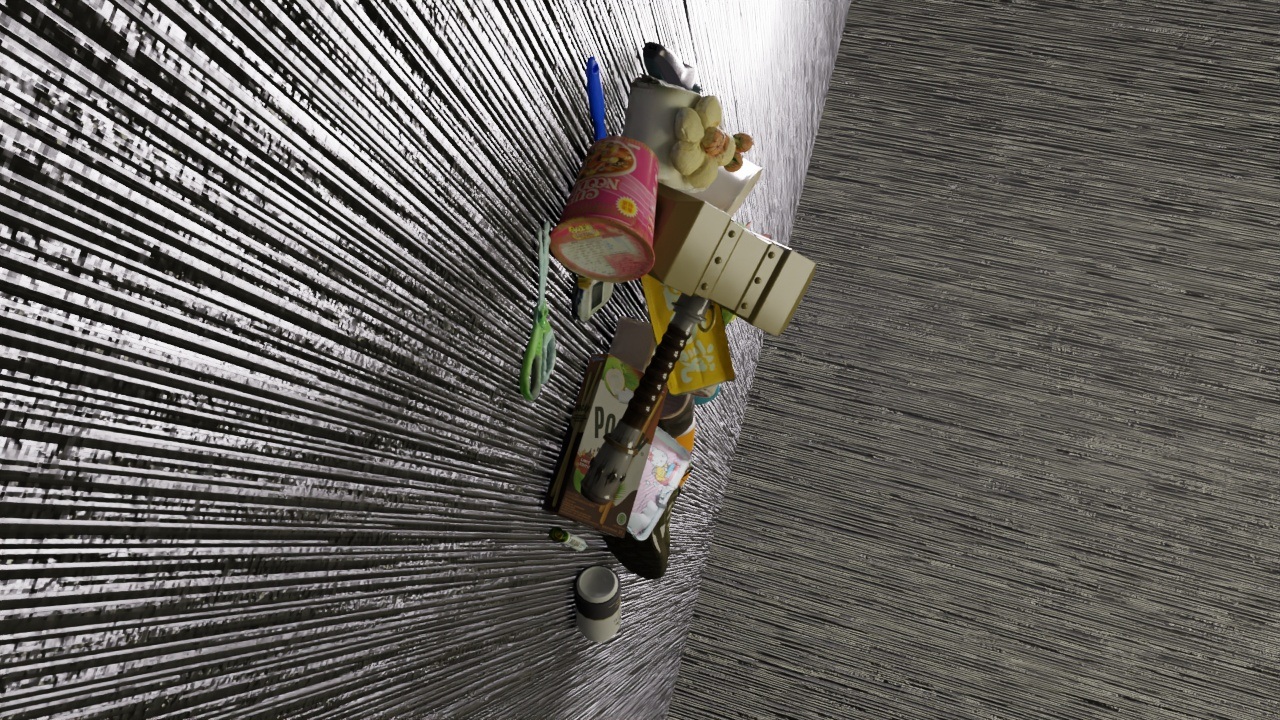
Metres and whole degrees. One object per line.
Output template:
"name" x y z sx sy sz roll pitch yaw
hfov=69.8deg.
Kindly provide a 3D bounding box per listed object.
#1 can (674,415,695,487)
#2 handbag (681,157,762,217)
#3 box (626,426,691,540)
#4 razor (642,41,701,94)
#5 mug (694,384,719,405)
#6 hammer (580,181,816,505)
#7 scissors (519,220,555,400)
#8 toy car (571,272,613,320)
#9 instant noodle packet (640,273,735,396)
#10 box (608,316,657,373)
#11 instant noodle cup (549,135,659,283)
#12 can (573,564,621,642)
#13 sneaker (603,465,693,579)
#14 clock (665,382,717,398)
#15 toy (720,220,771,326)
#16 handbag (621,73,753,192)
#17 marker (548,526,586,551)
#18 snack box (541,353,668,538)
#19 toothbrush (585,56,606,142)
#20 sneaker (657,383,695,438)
"can" 0.045 0.142 1.485 0.078 0.079 0.143 -63 162 -47
"handbag" 0.078 -0.202 1.287 0.200 0.093 0.200 -60 176 25
"box" -0.012 0.130 1.216 0.150 0.073 0.200 65 32 -19
"razor" 0.031 -0.319 1.014 0.052 0.047 0.142 -66 165 3
"mug" 0.088 0.001 1.559 0.112 0.084 0.104 -106 -171 -50
"hammer" 0.022 0.003 0.949 0.325 0.190 0.101 -63 -146 8
"scissors" -0.092 -0.042 0.828 0.078 0.033 0.176 -57 153 -52
"toy car" -0.044 -0.084 0.955 0.105 0.033 0.048 -63 161 -50
"instant noodle packet" 0.047 -0.081 1.125 0.221 0.084 0.163 -100 174 -65
"box" 0.002 0.009 1.163 0.107 0.076 0.102 56 48 -71
"instant noodle cup" -0.026 -0.144 0.847 0.098 0.098 0.108 80 19 -61
"can" -0.058 0.341 1.273 0.128 0.064 0.064 91 18 -46
"sneaker" 0.012 0.205 1.362 0.142 0.101 0.238 -54 149 -45
"clock" 0.066 0.014 1.234 0.061 0.103 0.157 -67 -169 -9
"toy" 0.107 -0.106 1.206 0.238 0.087 0.190 151 -47 -73
"handbag" 0.053 -0.236 0.992 0.171 0.123 0.112 -15 117 -64
"marker" -0.087 0.219 1.125 0.146 0.017 0.017 63 42 -72
"snack box" -0.038 0.097 1.048 0.101 0.032 0.185 29 70 -38
"toothbrush" -0.036 -0.213 0.876 0.016 0.018 0.183 -43 155 -22
"sneaker" 0.064 0.007 1.402 0.120 0.095 0.234 86 19 -62
